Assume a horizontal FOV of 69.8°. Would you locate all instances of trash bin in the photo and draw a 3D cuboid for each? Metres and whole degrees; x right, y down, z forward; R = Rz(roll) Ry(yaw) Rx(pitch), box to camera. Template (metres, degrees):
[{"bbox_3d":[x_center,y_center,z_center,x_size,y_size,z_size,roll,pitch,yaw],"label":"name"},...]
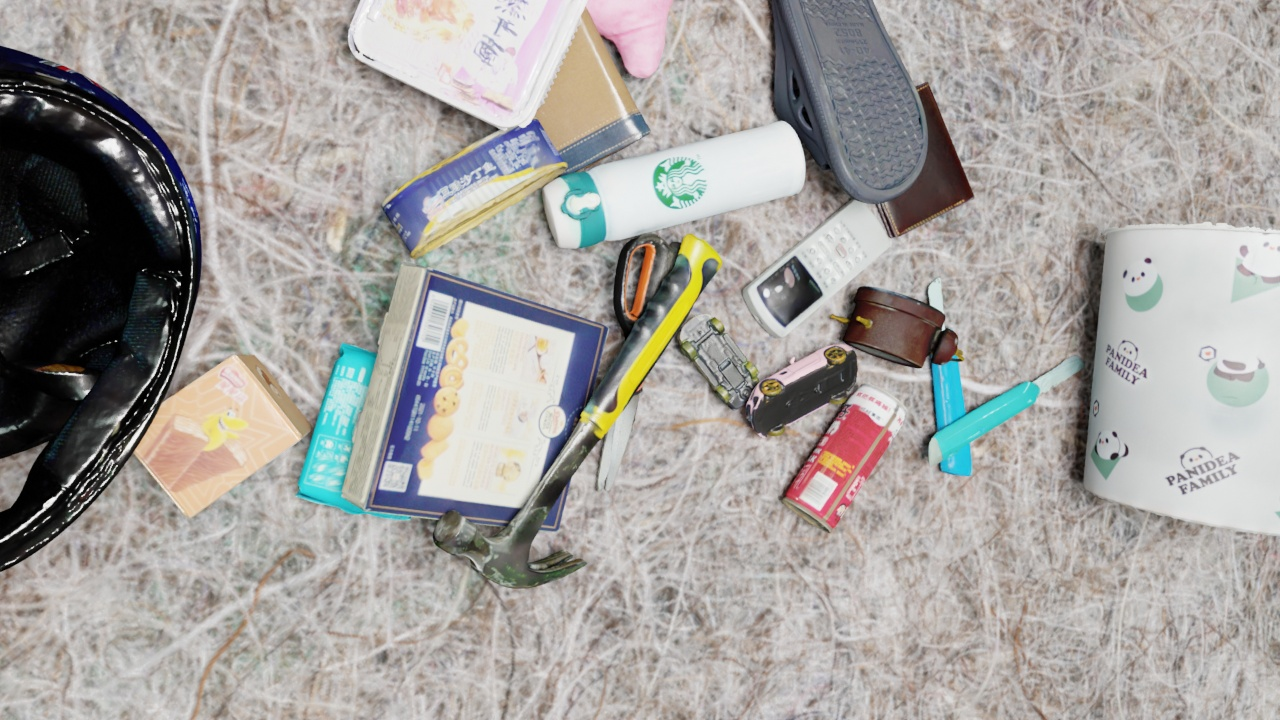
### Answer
[{"bbox_3d":[0.529,0.016,0.849,0.229,0.230,0.252,8,94,-15],"label":"trash bin"}]

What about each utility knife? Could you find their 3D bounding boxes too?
[{"bbox_3d":[0.295,0.017,0.883,0.034,0.018,0.194,-8,92,-25],"label":"utility knife"},{"bbox_3d":[0.358,0.045,0.893,0.222,0.013,0.029,-25,97,-21],"label":"utility knife"}]

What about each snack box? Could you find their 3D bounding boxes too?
[{"bbox_3d":[-0.123,0.035,0.720,0.182,0.046,0.178,17,86,-42],"label":"snack box"},{"bbox_3d":[-0.310,0.052,0.683,0.094,0.093,0.077,-37,99,-12],"label":"snack box"}]

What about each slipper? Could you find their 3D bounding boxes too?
[{"bbox_3d":[0.174,-0.254,0.826,0.110,0.083,0.268,-8,75,-23],"label":"slipper"}]

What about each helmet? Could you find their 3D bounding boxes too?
[{"bbox_3d":[-0.423,-0.035,0.573,0.247,0.241,0.315,26,75,-43],"label":"helmet"}]

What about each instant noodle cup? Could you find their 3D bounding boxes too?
[{"bbox_3d":[-0.126,-0.265,0.715,0.173,0.060,0.138,28,97,12],"label":"instant noodle cup"}]

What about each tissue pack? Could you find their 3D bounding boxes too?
[{"bbox_3d":[-0.211,0.056,0.732,0.093,0.050,0.133,17,86,-14],"label":"tissue pack"}]

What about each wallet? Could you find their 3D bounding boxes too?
[{"bbox_3d":[0.256,-0.190,0.872,0.096,0.020,0.122,-27,98,-8],"label":"wallet"},{"bbox_3d":[-0.056,-0.219,0.762,0.090,0.033,0.115,-23,106,21],"label":"wallet"}]

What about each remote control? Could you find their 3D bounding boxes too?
[{"bbox_3d":[0.163,-0.085,0.846,0.150,0.021,0.058,-40,100,-12],"label":"remote control"}]

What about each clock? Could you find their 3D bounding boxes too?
[{"bbox_3d":[0.240,-0.025,0.836,0.122,0.082,0.055,21,89,-13],"label":"clock"}]

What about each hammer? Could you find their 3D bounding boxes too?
[{"bbox_3d":[-0.028,0.038,0.742,0.126,0.032,0.322,45,72,-38],"label":"hammer"}]

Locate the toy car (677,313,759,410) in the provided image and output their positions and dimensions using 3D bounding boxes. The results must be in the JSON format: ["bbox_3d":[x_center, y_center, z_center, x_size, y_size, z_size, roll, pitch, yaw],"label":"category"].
[{"bbox_3d":[0.067,0.000,0.813,0.042,0.035,0.090,-41,104,-13],"label":"toy car"}]

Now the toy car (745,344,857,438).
[{"bbox_3d":[0.144,0.024,0.827,0.122,0.037,0.056,-25,127,-20],"label":"toy car"}]

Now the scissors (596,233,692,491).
[{"bbox_3d":[0.009,0.006,0.802,0.142,0.022,0.235,-15,111,-36],"label":"scissors"}]

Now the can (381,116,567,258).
[{"bbox_3d":[-0.133,-0.140,0.740,0.148,0.075,0.049,-33,96,-12],"label":"can"}]

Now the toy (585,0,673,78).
[{"bbox_3d":[-0.022,-0.337,0.768,0.178,0.074,0.194,42,92,0],"label":"toy"}]

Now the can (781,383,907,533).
[{"bbox_3d":[0.187,0.088,0.836,0.053,0.053,0.132,37,81,-12],"label":"can"}]

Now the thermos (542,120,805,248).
[{"bbox_3d":[0.027,-0.148,0.782,0.224,0.073,0.073,-17,94,-14],"label":"thermos"}]
